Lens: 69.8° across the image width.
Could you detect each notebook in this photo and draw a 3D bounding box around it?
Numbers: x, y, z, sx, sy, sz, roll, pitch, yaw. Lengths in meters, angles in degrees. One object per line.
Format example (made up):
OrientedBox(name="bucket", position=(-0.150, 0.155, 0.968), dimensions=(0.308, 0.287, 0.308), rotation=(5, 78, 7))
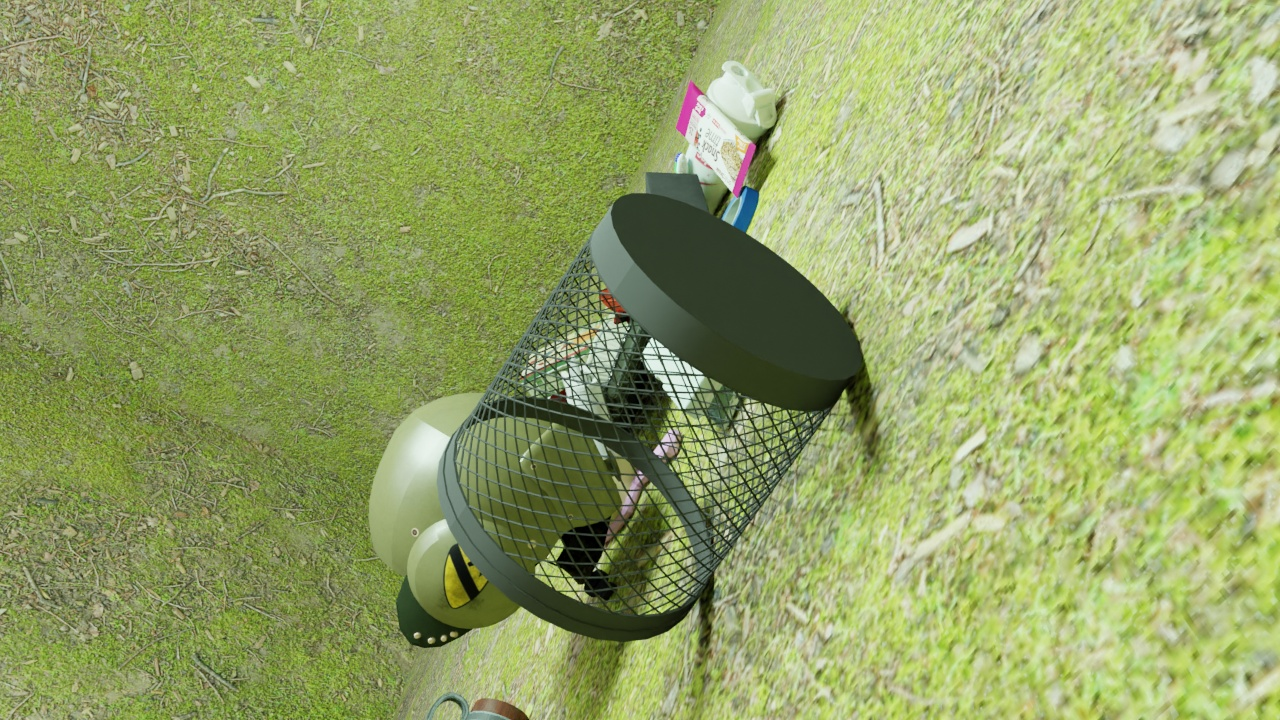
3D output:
OrientedBox(name="notebook", position=(-0.007, 0.007, 1.147), dimensions=(0.209, 0.029, 0.169), rotation=(95, -166, -69))

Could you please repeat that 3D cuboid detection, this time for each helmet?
OrientedBox(name="helmet", position=(-0.131, 0.147, 0.889), dimensions=(0.250, 0.255, 0.233), rotation=(-147, 79, -79))

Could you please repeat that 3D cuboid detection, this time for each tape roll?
OrientedBox(name="tape roll", position=(0.114, -0.167, 1.118), dimensions=(0.092, 0.016, 0.092), rotation=(-57, 13, 44))

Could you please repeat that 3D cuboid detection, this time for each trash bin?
OrientedBox(name="trash bin", position=(0.007, 0.033, 0.634), dimensions=(0.228, 0.217, 0.217), rotation=(-56, 12, 27))

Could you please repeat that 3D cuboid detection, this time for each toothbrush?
OrientedBox(name="toothbrush", position=(0.057, -0.201, 1.293), dimensions=(0.016, 0.015, 0.187), rotation=(-127, 30, -54))

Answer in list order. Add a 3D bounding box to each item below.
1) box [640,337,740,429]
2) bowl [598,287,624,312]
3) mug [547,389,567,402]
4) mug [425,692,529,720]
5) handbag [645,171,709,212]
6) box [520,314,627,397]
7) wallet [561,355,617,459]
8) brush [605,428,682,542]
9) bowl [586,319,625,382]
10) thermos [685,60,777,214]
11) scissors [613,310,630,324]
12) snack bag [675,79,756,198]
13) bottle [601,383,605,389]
OrientedBox(name="box", position=(0.049, 0.000, 0.882), dimensions=(0.199, 0.067, 0.083), rotation=(-133, 47, -73))
OrientedBox(name="bowl", position=(-0.001, -0.101, 1.397), dimensions=(0.121, 0.122, 0.035), rotation=(-90, -18, -69))
OrientedBox(name="mug", position=(-0.113, 0.089, 1.491), dimensions=(0.117, 0.096, 0.080), rotation=(-56, 13, 45))
OrientedBox(name="mug", position=(-0.186, 0.428, 0.996), dimensions=(0.082, 0.117, 0.110), rotation=(-57, 9, 46))
OrientedBox(name="handbag", position=(0.042, -0.125, 1.227), dimensions=(0.175, 0.072, 0.196), rotation=(-97, 10, -56))
OrientedBox(name="box", position=(-0.083, -0.015, 1.414), dimensions=(0.206, 0.050, 0.117), rotation=(-24, 21, 12))
OrientedBox(name="wallet", position=(-0.062, 0.043, 1.040), dimensions=(0.118, 0.037, 0.115), rotation=(-145, 38, -74))
OrientedBox(name="brush", position=(-0.018, 0.132, 1.023), dimensions=(0.229, 0.043, 0.089), rotation=(126, 165, -52))
OrientedBox(name="bowl", position=(-0.032, 0.004, 1.289), dimensions=(0.115, 0.062, 0.115), rotation=(17, -91, -80))
OrientedBox(name="thermos", position=(0.111, -0.291, 1.258), dimensions=(0.221, 0.099, 0.099), rotation=(116, 172, -49))
OrientedBox(name="scissors", position=(-0.001, -0.084, 1.135), dimensions=(0.198, 0.015, 0.180), rotation=(-54, -18, -62))
OrientedBox(name="snack bag", position=(0.091, -0.282, 1.158), dimensions=(0.196, 0.016, 0.070), rotation=(-120, 37, -45))
OrientedBox(name="bottle", position=(-0.047, 0.079, 1.259), dimensions=(0.046, 0.047, 0.113), rotation=(-75, -10, -46))
